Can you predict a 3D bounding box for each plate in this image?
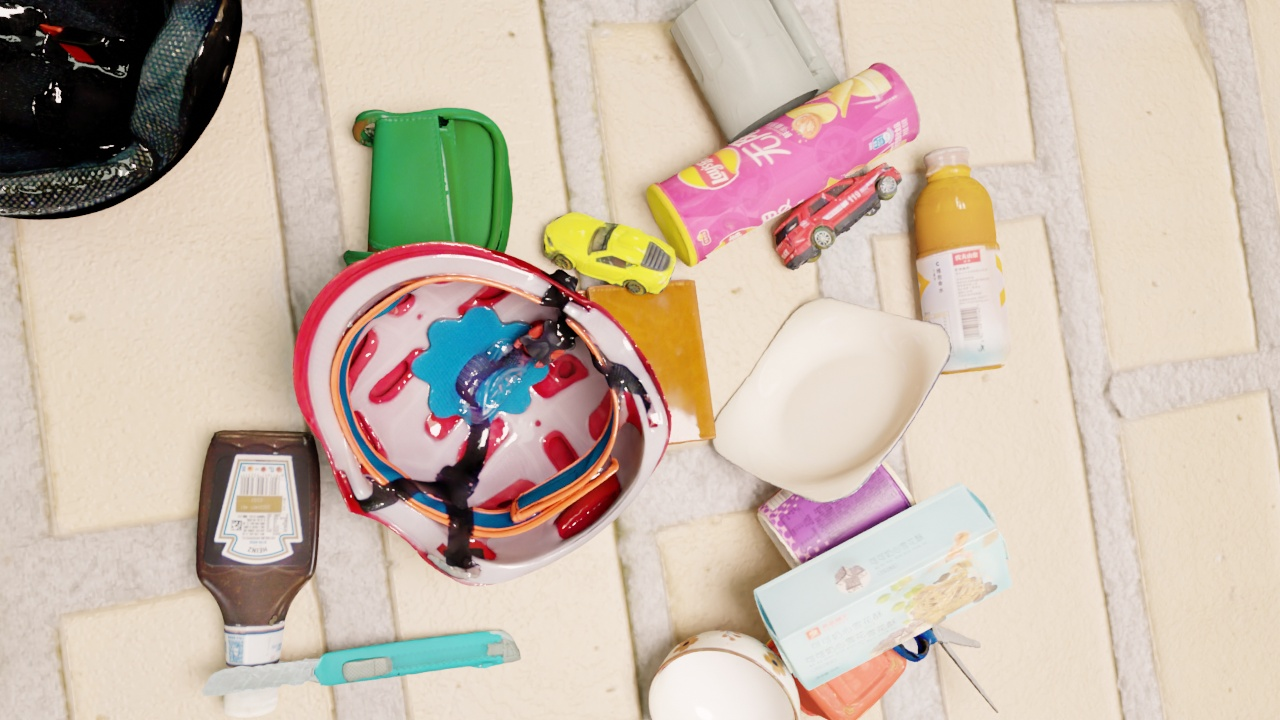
[{"bbox_3d":[0.147,0.032,0.705,0.163,0.164,0.034,-53,126,-10],"label":"plate"}]

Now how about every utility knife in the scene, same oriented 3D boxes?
[{"bbox_3d":[-0.190,0.217,0.653,0.221,0.013,0.029,0,89,-26],"label":"utility knife"}]

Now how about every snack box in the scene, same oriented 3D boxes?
[{"bbox_3d":[0.154,0.234,0.723,0.091,0.080,0.082,-40,95,-13],"label":"snack box"},{"bbox_3d":[0.174,0.163,0.659,0.175,0.051,0.074,-28,129,2],"label":"snack box"}]

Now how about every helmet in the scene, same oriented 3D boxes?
[{"bbox_3d":[-0.367,-0.217,0.547,0.233,0.231,0.274,13,84,-28],"label":"helmet"},{"bbox_3d":[-0.110,0.019,0.632,0.207,0.144,0.240,-43,106,5],"label":"helmet"}]

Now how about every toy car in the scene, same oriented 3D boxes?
[{"bbox_3d":[0.162,-0.124,0.761,0.120,0.053,0.045,-36,86,-11],"label":"toy car"},{"bbox_3d":[-0.023,-0.087,0.710,0.105,0.032,0.048,18,57,0],"label":"toy car"}]

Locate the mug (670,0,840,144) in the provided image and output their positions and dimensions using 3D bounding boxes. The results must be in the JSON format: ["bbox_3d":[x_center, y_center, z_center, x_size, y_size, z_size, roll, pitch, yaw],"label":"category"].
[{"bbox_3d":[0.097,-0.248,0.744,0.123,0.084,0.103,-32,93,-32],"label":"mug"}]

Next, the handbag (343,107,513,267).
[{"bbox_3d":[-0.156,-0.121,0.681,0.120,0.068,0.131,3,87,-6],"label":"handbag"}]

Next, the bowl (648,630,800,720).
[{"bbox_3d":[0.069,0.252,0.701,0.113,0.062,0.113,6,110,18],"label":"bowl"}]

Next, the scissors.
[{"bbox_3d":[0.232,0.213,0.742,0.012,0.175,0.162,-41,61,25],"label":"scissors"}]

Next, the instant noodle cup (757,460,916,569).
[{"bbox_3d":[0.154,0.126,0.721,0.099,0.111,0.111,-36,95,-4],"label":"instant noodle cup"}]

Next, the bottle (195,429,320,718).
[{"bbox_3d":[-0.269,0.147,0.644,0.080,0.044,0.195,3,87,-14],"label":"bottle"}]

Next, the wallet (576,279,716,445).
[{"bbox_3d":[-0.004,0.004,0.721,0.119,0.035,0.130,-6,85,-12],"label":"wallet"}]

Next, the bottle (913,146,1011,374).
[{"bbox_3d":[0.269,-0.084,0.777,0.068,0.068,0.189,-5,88,-14],"label":"bottle"}]

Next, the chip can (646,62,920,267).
[{"bbox_3d":[0.112,-0.155,0.724,0.210,0.071,0.071,-30,94,-4],"label":"chip can"}]
